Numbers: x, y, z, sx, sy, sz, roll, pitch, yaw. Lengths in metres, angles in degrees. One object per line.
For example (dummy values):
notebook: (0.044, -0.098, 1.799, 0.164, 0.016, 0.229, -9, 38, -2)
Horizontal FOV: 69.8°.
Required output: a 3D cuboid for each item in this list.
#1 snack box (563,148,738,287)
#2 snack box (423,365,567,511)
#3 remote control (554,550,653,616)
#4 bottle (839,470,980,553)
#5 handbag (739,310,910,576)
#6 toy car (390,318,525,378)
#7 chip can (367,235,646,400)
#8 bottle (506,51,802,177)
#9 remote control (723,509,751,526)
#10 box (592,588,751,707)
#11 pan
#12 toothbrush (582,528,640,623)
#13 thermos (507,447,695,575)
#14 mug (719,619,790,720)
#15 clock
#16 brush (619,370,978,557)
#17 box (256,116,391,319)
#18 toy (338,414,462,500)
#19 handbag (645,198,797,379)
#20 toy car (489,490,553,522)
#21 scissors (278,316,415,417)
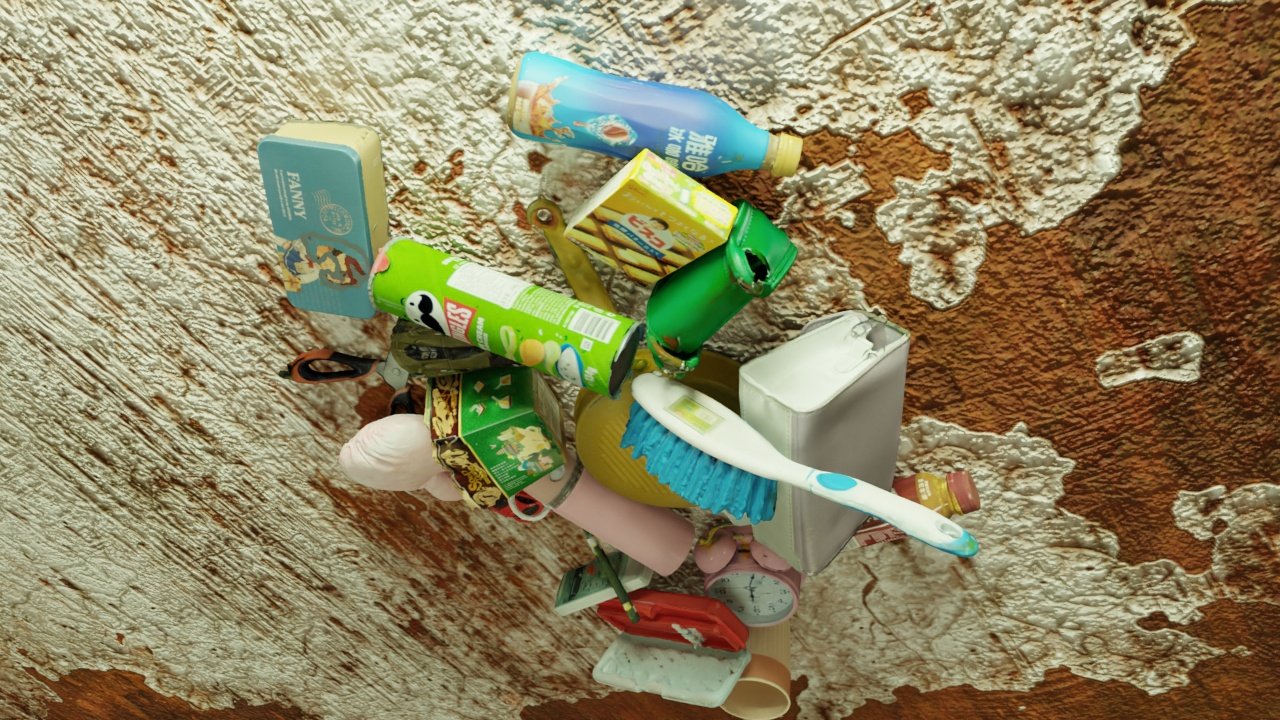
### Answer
snack box: (0.004, -0.108, 0.725, 0.087, 0.033, 0.141, 31, 156, -18)
snack box: (-0.133, 0.063, 0.889, 0.106, 0.117, 0.118, -20, 129, 7)
remote control: (-0.041, 0.249, 1.049, 0.135, 0.056, 0.019, -28, 118, 30)
bottle: (0.243, 0.150, 0.910, 0.175, 0.057, 0.057, -20, 122, 25)
handbag: (0.164, 0.069, 0.816, 0.144, 0.098, 0.197, -27, 130, -24)
toy car: (-0.156, -0.021, 0.860, 0.158, 0.042, 0.070, -8, 128, 5)
chip can: (-0.115, -0.039, 0.785, 0.236, 0.072, 0.072, 20, 131, 14)
bottle: (0.012, -0.177, 0.689, 0.219, 0.065, 0.065, 13, 130, 1)
remote control: (0.089, 0.112, 0.878, 0.056, 0.020, 0.136, -19, 129, 20)
box: (0.020, 0.321, 1.024, 0.202, 0.101, 0.095, -8, 132, 45)
pan: (-0.005, 0.005, 0.854, 0.198, 0.078, 0.357, -20, 128, 22)
toothbrush: (-0.049, 0.206, 0.999, 0.017, 0.012, 0.186, -25, 96, 36)
thermos: (-0.044, 0.160, 0.961, 0.198, 0.087, 0.067, 33, 164, -17)
mug: (0.117, 0.343, 1.060, 0.114, 0.105, 0.082, 7, 129, 6)
clock: (0.119, 0.225, 0.993, 0.117, 0.059, 0.159, -4, 127, 16)
brush: (0.107, 0.095, 0.727, 0.315, 0.060, 0.110, 32, 137, 28)
box: (-0.266, -0.126, 0.791, 0.090, 0.061, 0.185, 7, 131, 5)
toy: (-0.232, 0.106, 0.963, 0.121, 0.054, 0.159, -33, 138, 26)
handbag: (0.062, -0.056, 0.742, 0.068, 0.120, 0.132, 38, 126, -14)
toy car: (-0.137, 0.150, 0.993, 0.049, 0.031, 0.106, -31, 138, 24)
scissors: (-0.257, 0.022, 0.936, 0.223, 0.015, 0.189, -9, 128, 14)
